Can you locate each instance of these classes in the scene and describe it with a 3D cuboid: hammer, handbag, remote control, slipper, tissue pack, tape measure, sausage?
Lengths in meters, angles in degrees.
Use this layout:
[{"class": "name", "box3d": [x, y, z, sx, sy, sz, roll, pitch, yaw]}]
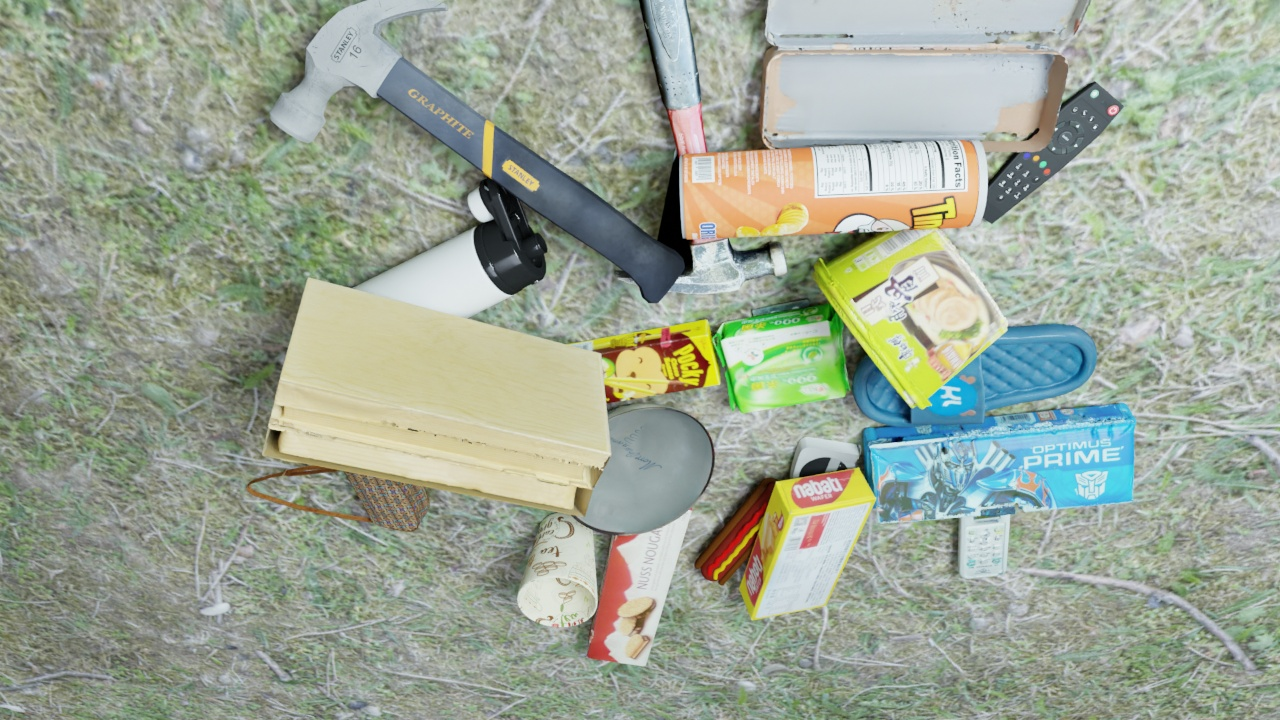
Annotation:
[{"class": "hammer", "box3d": [0.022, -0.189, 0.686, 0.140, 0.036, 0.327, -9, 126, 7]}, {"class": "hammer", "box3d": [-0.103, -0.142, 0.685, 0.312, 0.035, 0.139, 35, 100, -13]}, {"class": "handbag", "box3d": [-0.318, 0.133, 0.957, 0.196, 0.043, 0.094, -1, 132, 14]}, {"class": "remote control", "box3d": [0.359, 0.179, 0.962, 0.050, 0.022, 0.133, -7, 127, 9]}, {"class": "slipper", "box3d": [0.298, 0.021, 0.821, 0.214, 0.059, 0.104, -8, 129, 7]}, {"class": "tissue pack", "box3d": [0.129, -0.002, 0.826, 0.114, 0.034, 0.100, -10, 128, 12]}, {"class": "remote control", "box3d": [0.310, -0.158, 0.711, 0.039, 0.010, 0.125, 30, 123, -19]}, {"class": "tape measure", "box3d": [0.184, 0.106, 0.917, 0.064, 0.016, 0.065, 9, 127, -4]}, {"class": "sausage", "box3d": [0.108, 0.182, 0.965, 0.040, 0.040, 0.156, 22, 125, -14]}]

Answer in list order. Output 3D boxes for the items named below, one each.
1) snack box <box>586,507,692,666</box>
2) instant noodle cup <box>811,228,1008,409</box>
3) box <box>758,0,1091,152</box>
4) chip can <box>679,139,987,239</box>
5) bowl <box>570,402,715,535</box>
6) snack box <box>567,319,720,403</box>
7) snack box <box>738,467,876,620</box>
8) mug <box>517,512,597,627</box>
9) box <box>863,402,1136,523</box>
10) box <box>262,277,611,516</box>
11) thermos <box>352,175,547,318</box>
[{"class": "snack box", "box3d": [-0.005, 0.241, 1.012, 0.076, 0.044, 0.274, 9, 128, -5]}, {"class": "instant noodle cup", "box3d": [0.216, -0.044, 0.728, 0.098, 0.146, 0.146, -37, 119, 14]}, {"class": "box", "box3d": [0.195, -0.217, 0.645, 0.216, 0.063, 0.157, 0, 142, 3]}, {"class": "chip can", "box3d": [0.135, -0.123, 0.667, 0.210, 0.062, 0.062, -2, 128, 5]}, {"class": "bowl", "box3d": [-0.008, 0.093, 0.880, 0.150, 0.056, 0.151, -7, 122, -11]}, {"class": "snack box", "box3d": [-0.005, 0.005, 0.841, 0.149, 0.025, 0.061, -10, 127, 10]}, {"class": "snack box", "box3d": [0.167, 0.192, 0.940, 0.092, 0.042, 0.201, -8, 137, -15]}, {"class": "mug", "box3d": [-0.080, 0.230, 0.973, 0.081, 0.097, 0.122, -5, 127, 6]}, {"class": "box", "box3d": [0.341, 0.102, 0.876, 0.243, 0.066, 0.091, -7, 126, 8]}, {"class": "box", "box3d": [-0.159, 0.047, 0.731, 0.248, 0.140, 0.149, 14, 117, -18]}, {"class": "thermos", "box3d": [-0.189, -0.068, 0.771, 0.230, 0.068, 0.101, -23, 110, 18]}]
